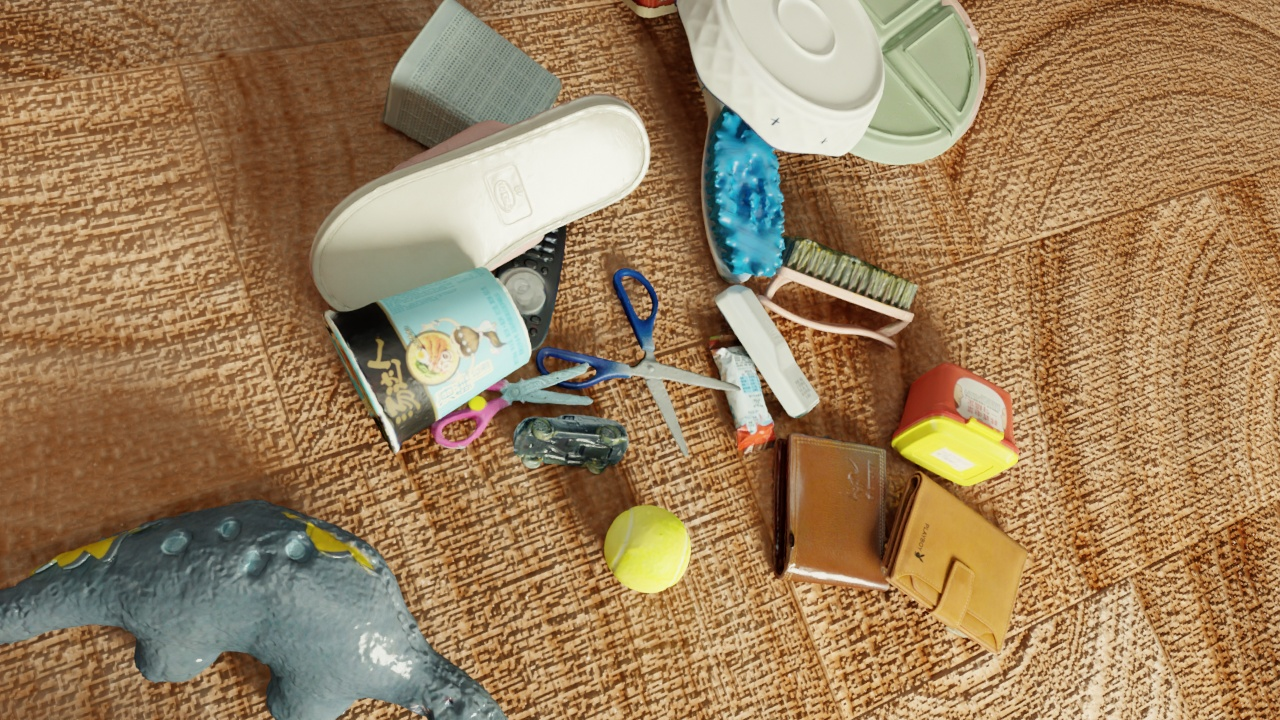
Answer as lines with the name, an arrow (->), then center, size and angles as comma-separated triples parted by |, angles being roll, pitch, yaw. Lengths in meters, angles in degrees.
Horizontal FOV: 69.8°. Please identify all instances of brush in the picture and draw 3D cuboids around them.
brush -> 0.074, -0.218, 0.817 | 0.060, 0.109, 0.314 | -4, 83, -11
brush -> 0.178, -0.059, 0.817 | 0.145, 0.063, 0.073 | 19, 99, -15

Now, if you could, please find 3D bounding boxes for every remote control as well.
remote control -> -0.092, -0.069, 0.747 | 0.053, 0.024, 0.136 | 13, 72, -13
remote control -> 0.109, -0.010, 0.785 | 0.125, 0.024, 0.048 | 58, 27, 3

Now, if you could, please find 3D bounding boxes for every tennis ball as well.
tennis ball -> 0.005, 0.142, 0.695 | 0.065, 0.066, 0.065 | 5, 73, -17

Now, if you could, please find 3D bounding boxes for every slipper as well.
slipper -> -0.121, -0.120, 0.694 | 0.274, 0.054, 0.114 | -28, 126, -2

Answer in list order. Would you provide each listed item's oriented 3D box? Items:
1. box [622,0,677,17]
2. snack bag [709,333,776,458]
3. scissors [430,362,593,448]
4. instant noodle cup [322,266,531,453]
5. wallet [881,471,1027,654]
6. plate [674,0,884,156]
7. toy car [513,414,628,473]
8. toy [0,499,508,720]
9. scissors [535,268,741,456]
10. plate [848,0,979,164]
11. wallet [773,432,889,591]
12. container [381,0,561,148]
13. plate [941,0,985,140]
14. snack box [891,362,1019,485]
box -> 0.055, -0.384, 0.843 | 0.168, 0.077, 0.091 | -23, 55, -22
snack bag -> 0.086, 0.028, 0.776 | 0.048, 0.026, 0.104 | -9, 76, -40
scissors -> -0.104, 0.016, 0.718 | 0.137, 0.017, 0.093 | -20, 76, -15
instant noodle cup -> -0.148, -0.010, 0.658 | 0.120, 0.111, 0.111 | -28, 85, -18
wallet -> 0.268, 0.173, 0.781 | 0.132, 0.031, 0.107 | 35, 61, -13
plate -> 0.129, -0.273, 0.783 | 0.204, 0.046, 0.204 | 13, 64, -28
toy car -> -0.054, 0.061, 0.713 | 0.090, 0.043, 0.034 | 5, 46, -20
toy -> -0.240, 0.166, 0.596 | 0.356, 0.091, 0.137 | 20, 81, -10
scissors -> -0.003, 0.000, 0.751 | 0.162, 0.012, 0.175 | -8, 69, -13
plate -> 0.232, -0.299, 0.888 | 0.230, 0.028, 0.230 | 5, 72, -16
wallet -> 0.162, 0.127, 0.771 | 0.101, 0.032, 0.124 | 9, 74, -19
container -> -0.134, -0.212, 0.742 | 0.111, 0.090, 0.089 | 31, 67, -11
plate -> 0.256, -0.317, 0.933 | 0.229, 0.028, 0.229 | 5, 73, -16
snack box -> 0.279, 0.054, 0.805 | 0.091, 0.082, 0.080 | 26, 58, -10
